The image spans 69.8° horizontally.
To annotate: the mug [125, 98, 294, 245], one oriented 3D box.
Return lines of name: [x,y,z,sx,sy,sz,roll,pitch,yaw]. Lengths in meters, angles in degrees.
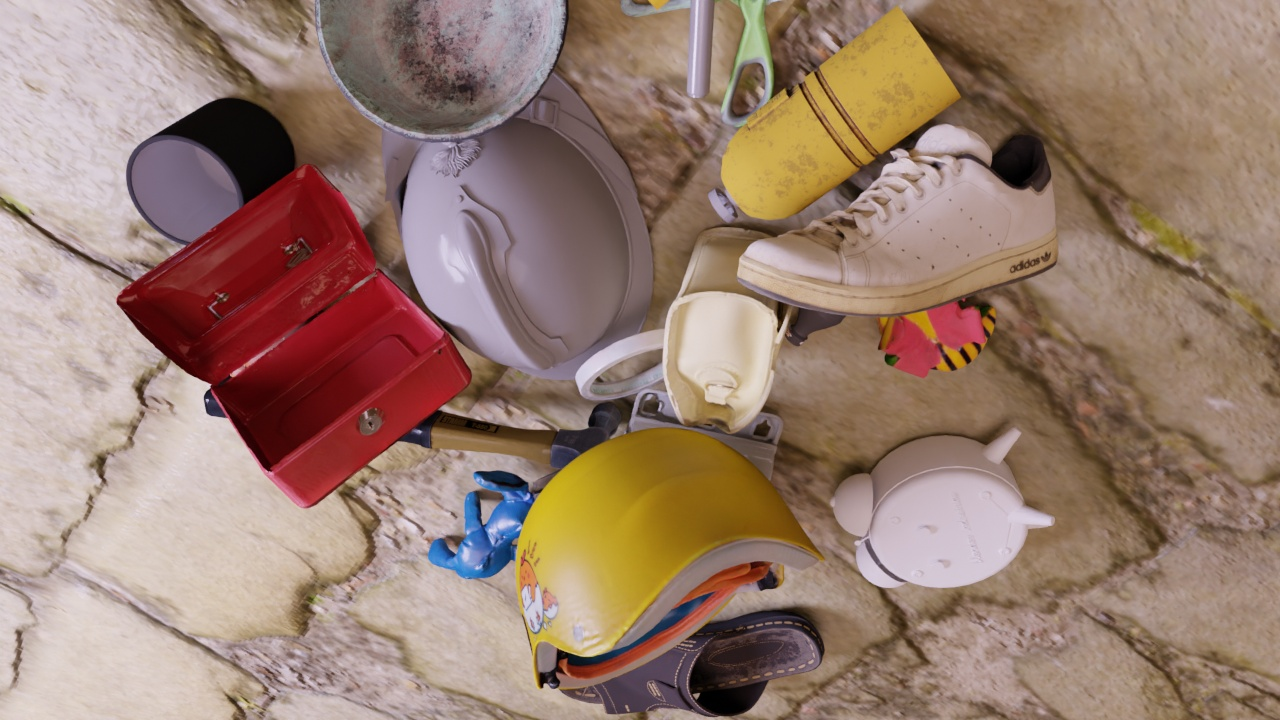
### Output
mug: [-0.291,-0.117,0.646,0.078,0.087,0.114,-7,121,10]

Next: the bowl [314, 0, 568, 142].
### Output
bowl: [-0.120,-0.214,0.573,0.157,0.038,0.157,0,95,6]

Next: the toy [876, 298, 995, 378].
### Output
toy: [0.215,-0.028,0.681,0.103,0.046,0.084,25,101,-13]

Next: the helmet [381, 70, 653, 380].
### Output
helmet: [-0.094,-0.075,0.636,0.183,0.117,0.271,-16,117,14]

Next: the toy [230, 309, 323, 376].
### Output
toy: [-0.296,-0.028,0.735,0.090,0.070,0.103,11,100,13]

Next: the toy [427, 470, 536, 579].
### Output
toy: [-0.129,0.146,0.808,0.112,0.071,0.177,35,119,-28]

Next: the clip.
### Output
clip: [0.042,0.095,0.765,0.124,0.072,0.143,14,114,-5]

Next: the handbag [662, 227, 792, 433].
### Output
handbag: [0.066,-0.023,0.652,0.081,0.119,0.111,7,122,10]

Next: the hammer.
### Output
hammer: [-0.189,0.052,0.739,0.333,0.117,0.025,8,119,7]

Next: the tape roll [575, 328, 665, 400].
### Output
tape roll: [-0.004,0.004,0.703,0.093,0.013,0.093,-20,161,-7]

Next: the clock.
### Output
clock: [0.249,0.131,0.757,0.161,0.072,0.125,-20,118,17]

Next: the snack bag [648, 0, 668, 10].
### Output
snack bag: [-0.010,-0.264,0.561,0.026,0.020,0.099,-31,102,22]

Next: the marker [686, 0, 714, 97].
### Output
marker: [0.039,-0.235,0.569,0.016,0.016,0.141,3,122,3]

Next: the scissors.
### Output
scissors: [0.068,-0.233,0.583,0.174,0.022,0.172,13,120,3]

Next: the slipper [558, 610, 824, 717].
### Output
slipper: [0.043,0.300,0.880,0.268,0.075,0.113,-12,119,12]

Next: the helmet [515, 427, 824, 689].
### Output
helmet: [-0.003,0.135,0.664,0.208,0.139,0.241,-15,156,-28]

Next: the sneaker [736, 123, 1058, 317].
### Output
sneaker: [0.173,-0.094,0.579,0.241,0.089,0.102,-12,116,-25]

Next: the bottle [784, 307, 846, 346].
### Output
bottle: [0.146,-0.053,0.674,0.036,0.036,0.110,31,119,-13]

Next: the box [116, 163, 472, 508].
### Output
box: [-0.223,-0.005,0.640,0.157,0.154,0.168,-41,82,-13]

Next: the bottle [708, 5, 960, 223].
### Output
bottle: [0.116,-0.149,0.599,0.164,0.071,0.071,-35,113,23]
